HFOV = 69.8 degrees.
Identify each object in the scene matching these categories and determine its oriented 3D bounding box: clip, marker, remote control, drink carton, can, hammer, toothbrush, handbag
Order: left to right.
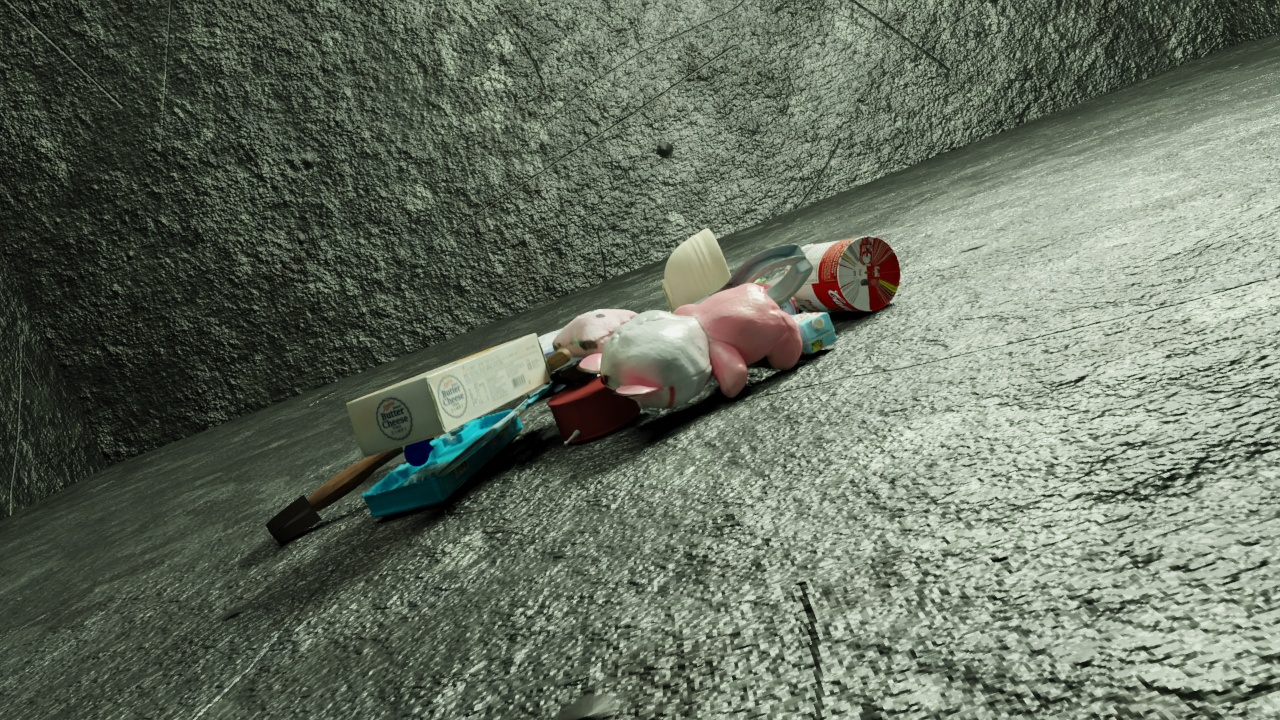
[{"bbox_3d":[-0.282,0.100,1.052,0.322,0.033,0.115,-36,6,-10],"label":"hammer"},{"bbox_3d":[-0.231,0.089,0.943,0.027,0.023,0.133,-42,11,-12],"label":"marker"},{"bbox_3d":[-0.127,0.020,1.049,0.016,0.016,0.167,-38,6,-41],"label":"toothbrush"},{"bbox_3d":[-0.115,-0.003,1.360,0.126,0.069,0.158,-20,10,7],"label":"handbag"},{"bbox_3d":[-0.081,0.016,1.060,0.047,0.022,0.150,-25,2,-14],"label":"remote control"},{"bbox_3d":[0.109,-0.079,1.017,0.163,0.107,0.028,-36,49,11],"label":"clip"},{"bbox_3d":[0.153,-0.061,1.126,0.063,0.063,0.114,-21,9,0],"label":"can"},{"bbox_3d":[0.160,-0.027,0.996,0.044,0.038,0.129,-25,9,-23],"label":"drink carton"},{"bbox_3d":[0.239,-0.100,1.095,0.086,0.086,0.116,-24,10,-19],"label":"can"}]

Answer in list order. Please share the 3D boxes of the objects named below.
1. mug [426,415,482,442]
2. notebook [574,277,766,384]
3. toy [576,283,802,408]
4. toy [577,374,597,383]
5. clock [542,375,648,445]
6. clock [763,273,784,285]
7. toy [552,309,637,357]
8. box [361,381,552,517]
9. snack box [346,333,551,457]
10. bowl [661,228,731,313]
[{"bbox_3d":[-0.270,0.090,1.184,0.100,0.085,0.118,-30,36,22],"label":"mug"},{"bbox_3d":[0.037,-0.039,1.274,0.252,0.010,0.182,-36,13,-21],"label":"notebook"},{"bbox_3d":[0.049,-0.014,0.928,0.212,0.084,0.142,-19,33,-17],"label":"toy"},{"bbox_3d":[-0.006,0.006,1.093,0.176,0.071,0.112,-21,21,0],"label":"toy"},{"bbox_3d":[-0.039,0.045,0.987,0.137,0.048,0.096,-25,10,-23],"label":"clock"},{"bbox_3d":[0.184,-0.084,1.250,0.123,0.044,0.091,-13,16,48],"label":"clock"},{"bbox_3d":[-0.045,-0.034,1.057,0.095,0.053,0.099,-29,14,-31],"label":"toy"},{"bbox_3d":[-0.179,0.091,1.015,0.185,0.056,0.226,-26,7,20],"label":"box"},{"bbox_3d":[-0.188,0.031,0.933,0.104,0.057,0.207,-17,5,26],"label":"snack box"},{"bbox_3d":[0.072,-0.079,1.134,0.075,0.151,0.150,-19,9,0],"label":"bowl"}]
